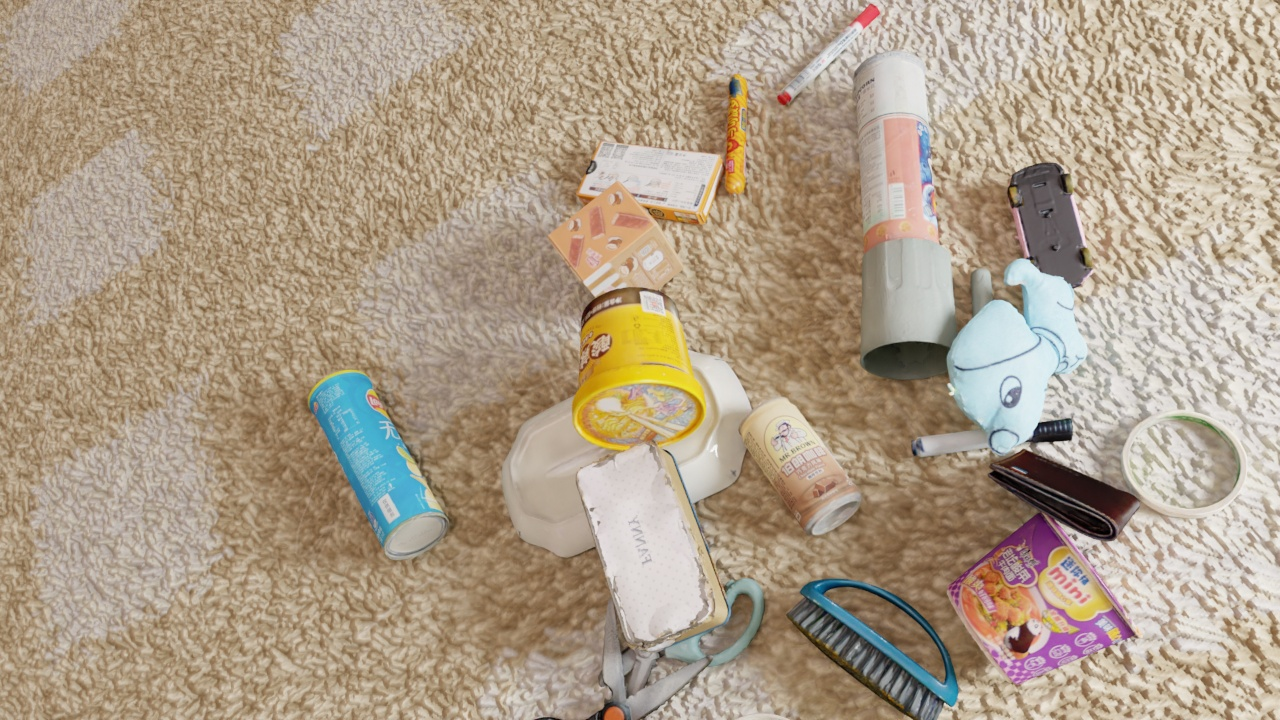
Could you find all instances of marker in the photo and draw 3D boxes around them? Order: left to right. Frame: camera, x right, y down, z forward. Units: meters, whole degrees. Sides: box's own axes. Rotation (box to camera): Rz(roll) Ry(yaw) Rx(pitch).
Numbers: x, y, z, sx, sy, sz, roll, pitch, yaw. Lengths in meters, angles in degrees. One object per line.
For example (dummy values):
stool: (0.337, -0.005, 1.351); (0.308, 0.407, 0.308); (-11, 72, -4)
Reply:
marker: (0.204, -0.332, 0.996); (0.145, 0.017, 0.017); (-45, 59, -1)
marker: (0.298, 0.067, 0.780); (0.131, 0.018, 0.022); (-10, 29, 16)

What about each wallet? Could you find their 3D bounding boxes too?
wallet: (0.324, 0.099, 0.701); (0.096, 0.122, 0.020); (31, 108, 30)

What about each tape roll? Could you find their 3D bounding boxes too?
tape roll: (0.428, 0.081, 0.725); (0.086, 0.014, 0.085); (-8, 65, 18)

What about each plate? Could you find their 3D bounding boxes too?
plate: (-0.022, 0.083, 0.891); (0.266, 0.034, 0.162); (-25, 61, 10)

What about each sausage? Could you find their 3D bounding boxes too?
sausage: (0.104, -0.247, 0.995); (0.021, 0.021, 0.165); (-5, 66, 20)

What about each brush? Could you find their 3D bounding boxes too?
brush: (0.190, 0.222, 0.732); (0.144, 0.055, 0.073); (34, 84, 31)

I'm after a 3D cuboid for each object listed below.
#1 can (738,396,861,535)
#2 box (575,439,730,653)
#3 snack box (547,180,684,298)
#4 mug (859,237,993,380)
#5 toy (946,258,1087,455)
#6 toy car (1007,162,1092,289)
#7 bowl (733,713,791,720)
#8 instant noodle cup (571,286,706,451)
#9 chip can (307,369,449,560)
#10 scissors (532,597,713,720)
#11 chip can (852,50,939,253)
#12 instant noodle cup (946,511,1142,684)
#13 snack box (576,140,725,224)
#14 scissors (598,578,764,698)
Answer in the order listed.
can: (0.139, 0.092, 0.808); (0.058, 0.058, 0.116); (-35, 60, 4)
box: (0.007, 0.154, 0.797); (0.090, 0.062, 0.184); (-23, 63, 10)
snack box: (-0.024, -0.111, 0.944); (0.094, 0.093, 0.077); (-39, 59, 2)
mug: (0.257, -0.043, 0.819); (0.124, 0.084, 0.103); (7, 66, -5)
toy: (0.310, -0.005, 0.762); (0.156, 0.050, 0.161); (-5, 84, -20)
toy car: (0.367, -0.119, 0.827); (0.056, 0.037, 0.122); (-12, 76, 19)
bowl: (0.102, 0.337, 0.713); (0.114, 0.062, 0.113); (-9, 63, 18)
instant noodle cup: (-0.005, 0.005, 0.836); (0.119, 0.118, 0.114); (-15, 55, 15)
chip can: (-0.277, 0.106, 0.962); (0.071, 0.071, 0.210); (-39, 60, 1)
scissors: (-0.031, 0.326, 0.790); (0.221, 0.021, 0.233); (-18, 65, 15)
chip can: (0.245, -0.190, 0.885); (0.071, 0.071, 0.214); (-5, 66, 19)
instant noodle cup: (0.294, 0.181, 0.685); (0.099, 0.111, 0.111); (-37, 59, 11)
snack box: (0.010, -0.197, 1.007); (0.154, 0.026, 0.075); (14, 73, 26)
scissors: (0.017, 0.221, 0.824); (0.177, 0.019, 0.172); (-35, 61, 8)
